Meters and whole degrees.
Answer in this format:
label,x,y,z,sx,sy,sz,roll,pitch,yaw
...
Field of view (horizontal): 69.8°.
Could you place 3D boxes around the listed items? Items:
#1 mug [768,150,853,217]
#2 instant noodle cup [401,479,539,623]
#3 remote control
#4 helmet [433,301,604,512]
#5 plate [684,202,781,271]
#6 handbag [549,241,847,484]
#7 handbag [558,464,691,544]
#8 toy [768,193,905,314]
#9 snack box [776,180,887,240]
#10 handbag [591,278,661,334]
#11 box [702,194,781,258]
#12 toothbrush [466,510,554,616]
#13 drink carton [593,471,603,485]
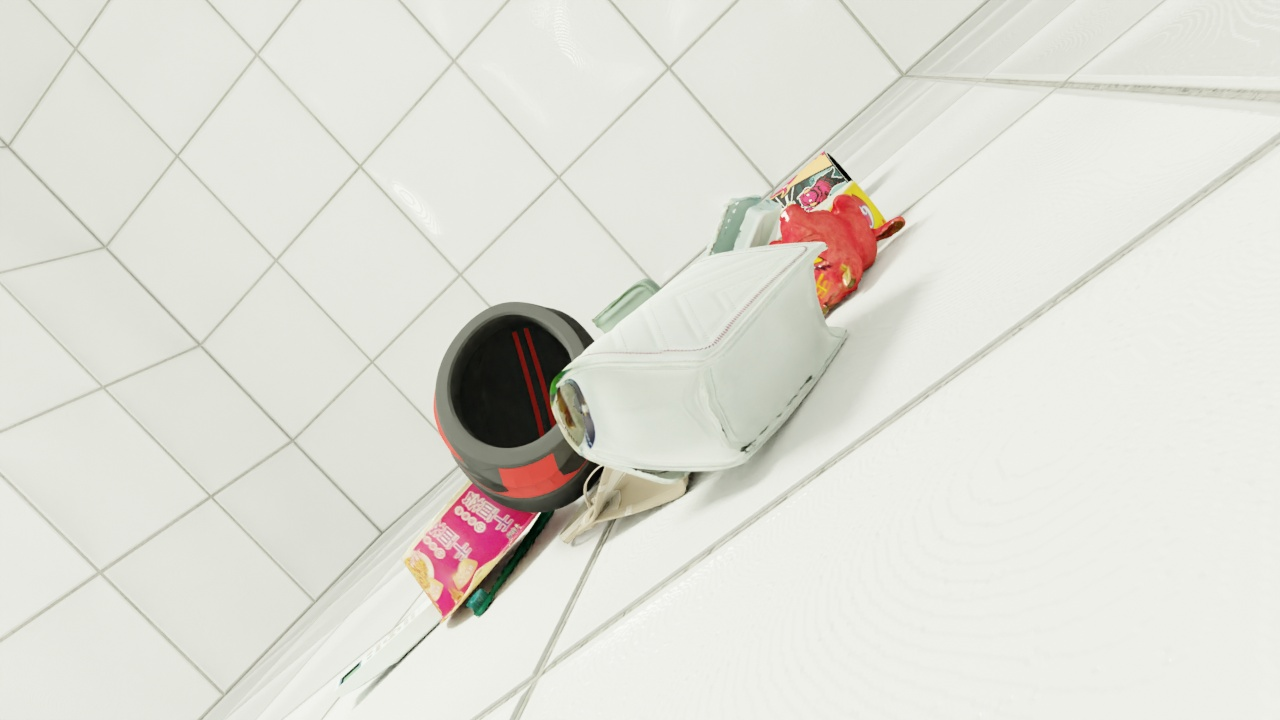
label,x,y,z,sx,sy,sz,roll,pitch,yaw
mug,0.244,-0.216,1.247,0.098,0.082,0.117,-40,-22,22
instant noodle cup,-0.173,0.176,0.949,0.178,0.077,0.178,-49,0,-1
remote control,-0.260,0.304,0.979,0.143,0.024,0.050,-42,5,-15
helmet,-0.104,0.045,0.880,0.164,0.264,0.170,-16,-39,0
plate,0.104,-0.106,1.045,0.174,0.036,0.174,-38,-8,-7
handbag,0.045,-0.004,0.645,0.142,0.096,0.197,-2,28,39
handbag,-0.007,0.091,0.777,0.198,0.062,0.175,-49,0,35
toy,0.184,-0.089,0.813,0.132,0.094,0.088,-18,-35,-24
snack box,0.182,-0.117,0.922,0.106,0.061,0.083,-37,7,46
handbag,0.008,-0.047,1.309,0.106,0.122,0.067,-41,5,15
box,0.088,-0.076,0.955,0.082,0.066,0.199,-9,-50,-39
toothbrush,-0.127,0.194,0.927,0.016,0.017,0.189,-43,4,28
drink carton,-0.053,0.095,1.013,0.076,0.048,0.125,-42,5,2
